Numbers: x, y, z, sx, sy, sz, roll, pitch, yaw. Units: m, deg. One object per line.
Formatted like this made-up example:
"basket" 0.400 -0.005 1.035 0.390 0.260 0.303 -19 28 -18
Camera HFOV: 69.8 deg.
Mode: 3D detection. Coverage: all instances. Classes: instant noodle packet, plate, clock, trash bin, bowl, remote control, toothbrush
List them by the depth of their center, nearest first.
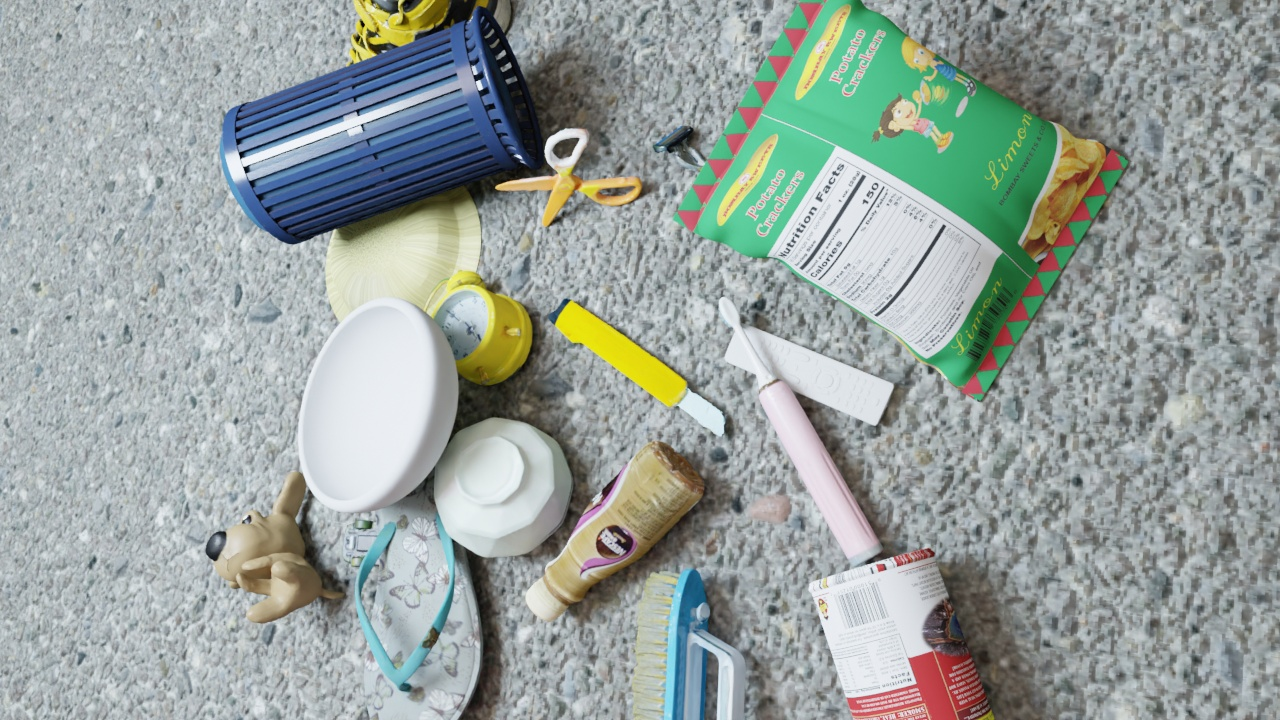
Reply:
"instant noodle packet" 0.180 -0.118 0.635 0.252 0.090 0.195 30 94 -3
"toothbrush" 0.113 0.047 0.680 0.027 0.027 0.222 -23 73 -15
"remote control" 0.127 0.009 0.698 0.131 0.012 0.033 24 93 26
"bowl" -0.116 0.096 0.743 0.117 0.061 0.117 -2 68 4
"bowl" -0.204 0.040 0.756 0.177 0.066 0.176 -14 67 36
"trash bin" -0.226 -0.196 0.800 0.250 0.139 0.139 -17 73 9
"clock" -0.149 -0.029 0.807 0.119 0.057 0.083 38 96 34
"plate" -0.240 -0.106 0.873 0.185 0.036 0.184 -5 78 24

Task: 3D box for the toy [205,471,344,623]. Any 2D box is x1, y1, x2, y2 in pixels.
"toy" -0.334 0.183 0.833 0.108 0.105 0.134 37 100 36

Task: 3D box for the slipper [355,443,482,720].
"slipper" -0.184 0.183 0.759 0.098 0.055 0.268 -5 74 2

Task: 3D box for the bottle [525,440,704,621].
"bottle" -0.025 0.138 0.716 0.166 0.059 0.059 -47 66 10

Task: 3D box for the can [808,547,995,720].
"can" 0.170 0.192 0.602 0.087 0.086 0.116 -23 72 19

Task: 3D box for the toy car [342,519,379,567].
"toy car" -0.217 0.163 0.811 0.091 0.036 0.042 -2 76 13

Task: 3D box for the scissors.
"scissors" -0.062 -0.153 0.771 0.125 0.128 0.011 -3 59 5

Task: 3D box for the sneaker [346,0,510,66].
"sneaker" -0.238 -0.286 0.860 0.239 0.122 0.086 -44 65 10

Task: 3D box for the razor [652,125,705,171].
"razor" 0.077 -0.148 0.748 0.144 0.022 0.042 34 55 22

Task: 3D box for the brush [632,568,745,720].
"brush" 0.038 0.222 0.673 0.075 0.055 0.135 -2 79 29

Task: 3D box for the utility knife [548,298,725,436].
"utility knife" -0.004 0.004 0.755 0.191 0.017 0.030 36 100 29
